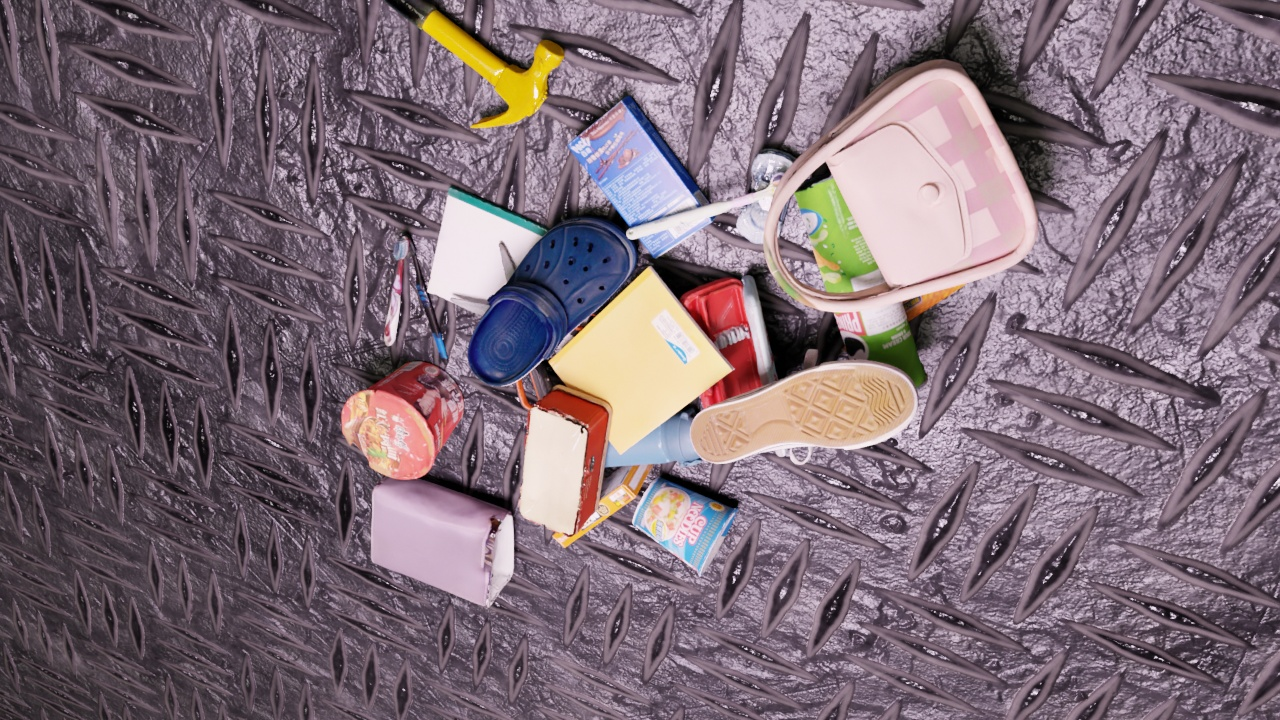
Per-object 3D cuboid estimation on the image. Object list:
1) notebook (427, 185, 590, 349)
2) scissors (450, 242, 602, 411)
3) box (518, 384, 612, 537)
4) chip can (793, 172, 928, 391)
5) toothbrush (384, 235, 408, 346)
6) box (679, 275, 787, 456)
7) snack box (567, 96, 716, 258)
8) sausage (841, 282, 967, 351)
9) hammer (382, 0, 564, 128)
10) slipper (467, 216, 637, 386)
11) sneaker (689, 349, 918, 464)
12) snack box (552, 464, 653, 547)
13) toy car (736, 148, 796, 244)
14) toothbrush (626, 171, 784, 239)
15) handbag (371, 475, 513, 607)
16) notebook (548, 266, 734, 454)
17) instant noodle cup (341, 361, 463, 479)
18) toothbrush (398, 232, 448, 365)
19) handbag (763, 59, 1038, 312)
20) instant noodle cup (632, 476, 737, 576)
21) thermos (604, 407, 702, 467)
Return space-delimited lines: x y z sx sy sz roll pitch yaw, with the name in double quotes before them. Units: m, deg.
"notebook" -0.152 -0.105 1.110 0.209 0.012 0.151 24 124 6
"scissors" -0.127 -0.033 1.124 0.233 0.021 0.221 10 116 15
"box" -0.097 0.125 1.102 0.091 0.077 0.169 20 120 18
"chip can" 0.221 -0.076 0.921 0.072 0.072 0.236 -14 104 28
"toothbrush" -0.315 -0.084 1.175 0.016 0.017 0.188 30 132 8
"box" 0.118 0.012 1.013 0.095 0.100 0.201 -22 115 -14
"snack box" 0.002 -0.194 0.985 0.085 0.026 0.157 -30 105 34
"sausage" 0.276 -0.051 0.961 0.021 0.021 0.166 47 125 -9
"hammer" -0.226 -0.363 0.976 0.300 0.032 0.129 38 124 -3
"slipper" -0.116 -0.065 1.041 0.105 0.095 0.253 46 112 -3
"sneaker" 0.169 0.051 0.939 0.242 0.087 0.118 -17 91 31
"snack box" -0.050 0.184 1.200 0.026 0.075 0.154 45 125 -7
"toy car" 0.130 -0.166 0.947 0.049 0.031 0.106 20 126 12
"toothbrush" 0.065 -0.155 0.952 0.190 0.020 0.029 -13 77 31
"handbag" -0.283 0.249 1.321 0.197 0.098 0.145 16 125 14
"notebook" -0.006 0.006 1.047 0.146 0.010 0.207 51 130 3
"instant noodle cup" -0.306 0.072 1.219 0.138 0.108 0.138 10 122 17
"toothbrush" -0.277 -0.075 1.177 0.014 0.016 0.190 3 121 26
"handbag" 0.222 -0.139 0.840 0.234 0.093 0.193 -30 104 8
"instant noodle cup" 0.052 0.205 1.166 0.110 0.099 0.099 27 126 14
"thermos" -0.023 0.103 1.148 0.221 0.070 0.070 -6 116 25
